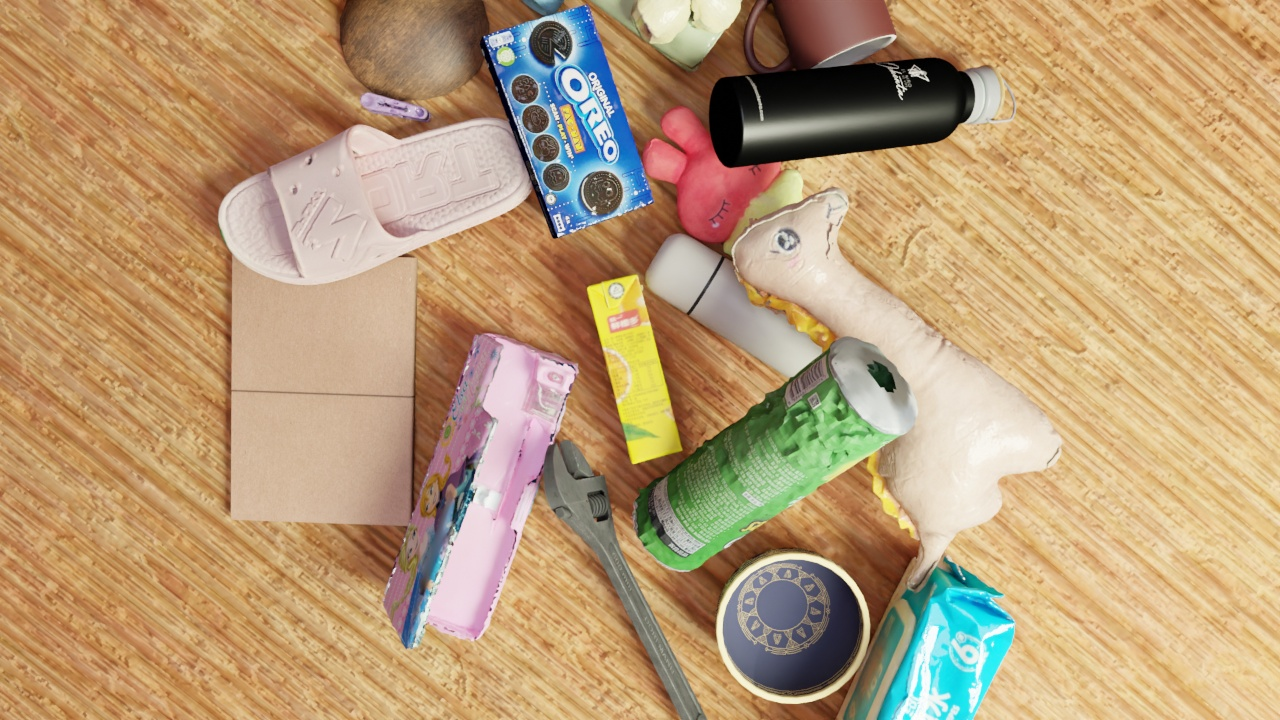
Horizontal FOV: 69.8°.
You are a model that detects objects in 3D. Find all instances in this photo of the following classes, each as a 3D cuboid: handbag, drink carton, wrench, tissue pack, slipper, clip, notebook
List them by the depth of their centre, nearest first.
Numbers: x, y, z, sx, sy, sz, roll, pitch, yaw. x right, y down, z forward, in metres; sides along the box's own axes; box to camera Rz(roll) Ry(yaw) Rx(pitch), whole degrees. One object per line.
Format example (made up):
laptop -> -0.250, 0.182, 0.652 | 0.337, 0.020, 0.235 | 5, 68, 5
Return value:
handbag -> 0.039, -0.303, 0.634 | 0.113, 0.117, 0.186 | 30, 90, -20
slipper -> -0.195, -0.122, 0.672 | 0.239, 0.064, 0.094 | -16, 85, -1
tissue pack -> 0.199, 0.248, 0.676 | 0.066, 0.117, 0.209 | 23, 93, 4
drink carton -> -0.004, 0.004, 0.688 | 0.043, 0.058, 0.134 | -15, 93, -1
clip -> -0.184, -0.190, 0.691 | 0.053, 0.036, 0.013 | 12, 95, -14
wrench -> -0.006, 0.182, 0.702 | 0.018, 0.073, 0.273 | -22, 100, 23
notebook -> -0.246, 0.023, 0.714 | 0.141, 0.008, 0.209 | 2, 94, 0

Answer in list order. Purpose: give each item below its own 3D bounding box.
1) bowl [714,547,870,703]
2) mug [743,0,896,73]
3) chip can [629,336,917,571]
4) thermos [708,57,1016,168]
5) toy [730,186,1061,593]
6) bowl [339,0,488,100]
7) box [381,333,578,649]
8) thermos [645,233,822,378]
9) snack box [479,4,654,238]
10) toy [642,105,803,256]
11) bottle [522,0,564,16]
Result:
bowl -> 0.111, 0.194, 0.699 | 0.112, 0.061, 0.112 | 0, 94, 0
mug -> 0.122, -0.252, 0.669 | 0.106, 0.073, 0.082 | -19, 94, 27
chip can -> 0.084, 0.069, 0.627 | 0.075, 0.075, 0.224 | 45, 130, -3
thermos -> 0.167, -0.182, 0.658 | 0.231, 0.061, 0.061 | -10, 94, -14
toy -> 0.154, 0.017, 0.635 | 0.264, 0.065, 0.196 | 36, 103, 2
bowl -> -0.172, -0.249, 0.686 | 0.114, 0.026, 0.102 | -7, 94, 1
box -> -0.123, 0.099, 0.675 | 0.085, 0.096, 0.230 | 20, 94, -1
thermos -> 0.107, -0.020, 0.688 | 0.224, 0.052, 0.052 | 31, 93, -2
snack box -> -0.051, -0.173, 0.669 | 0.082, 0.027, 0.150 | -24, 103, -14
toy -> 0.063, -0.133, 0.684 | 0.135, 0.045, 0.091 | 41, 89, 0
bottle -> -0.045, -0.318, 0.674 | 0.040, 0.040, 0.130 | 35, 93, -2
